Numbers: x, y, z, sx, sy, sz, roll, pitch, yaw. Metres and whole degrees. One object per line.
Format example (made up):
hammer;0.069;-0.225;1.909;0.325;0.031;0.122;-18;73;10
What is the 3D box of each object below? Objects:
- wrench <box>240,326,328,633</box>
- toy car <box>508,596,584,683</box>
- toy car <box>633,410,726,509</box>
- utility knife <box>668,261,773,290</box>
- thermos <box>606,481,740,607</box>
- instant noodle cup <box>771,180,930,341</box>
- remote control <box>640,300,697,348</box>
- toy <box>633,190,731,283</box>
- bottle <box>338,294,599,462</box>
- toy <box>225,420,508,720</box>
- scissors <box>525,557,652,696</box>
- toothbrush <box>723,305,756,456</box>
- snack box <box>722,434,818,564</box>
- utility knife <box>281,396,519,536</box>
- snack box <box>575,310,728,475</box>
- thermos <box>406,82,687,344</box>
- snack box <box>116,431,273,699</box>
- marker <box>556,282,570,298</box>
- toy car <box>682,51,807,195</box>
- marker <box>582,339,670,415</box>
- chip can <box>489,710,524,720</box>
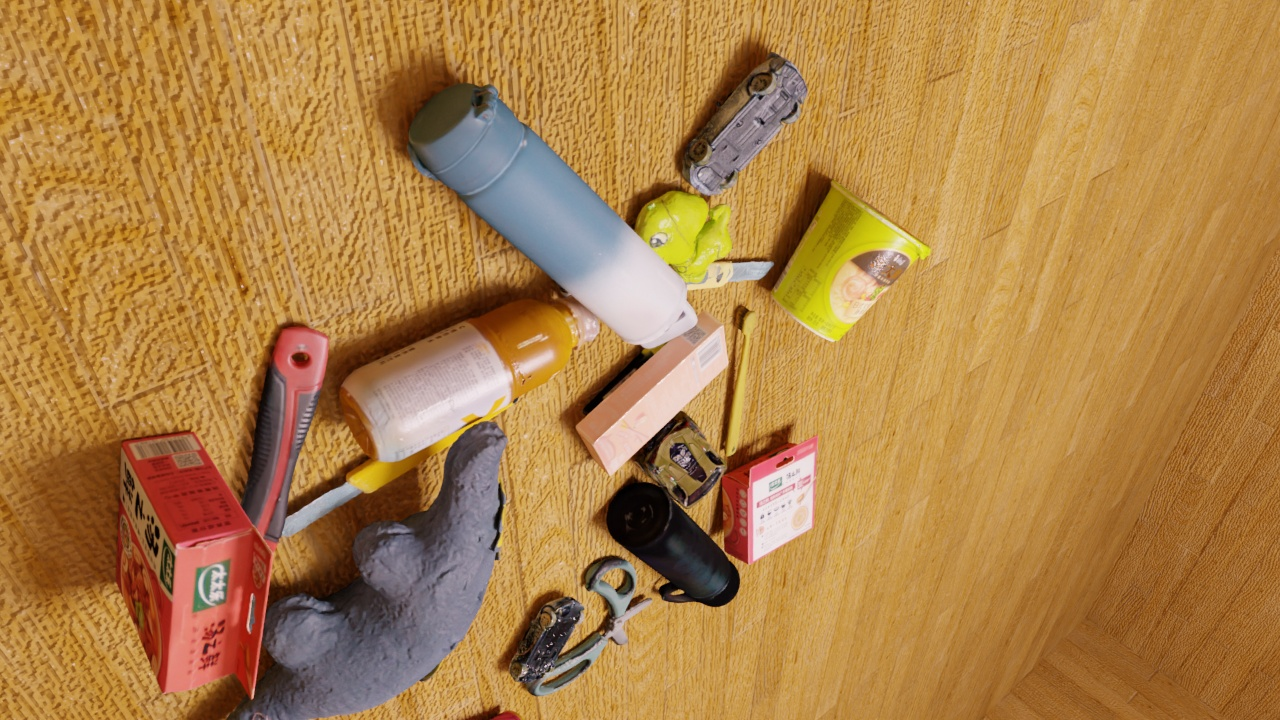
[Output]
wrench;-0.258;0.101;0.613;0.056;0.016;0.274;16;108;-28
toy car;-0.096;0.279;0.923;0.049;0.031;0.106;15;110;-51
toy car;0.047;0.106;0.924;0.070;0.042;0.158;-48;145;-5
utility knife;0.046;-0.076;0.798;0.204;0.021;0.031;-12;132;-45
thermos;0.034;0.211;0.977;0.090;0.068;0.242;-33;143;3
instant noodle cup;0.190;-0.087;0.866;0.111;0.111;0.124;13;118;-50
remote control;0.001;-0.050;0.742;0.056;0.020;0.136;-28;149;11
toy;0.033;-0.102;0.742;0.096;0.031;0.100;-45;137;-6
bottle;-0.114;0.004;0.649;0.189;0.068;0.068;-28;137;-28
toy;-0.194;0.191;0.691;0.356;0.091;0.138;-47;144;7
scissors;-0.055;0.282;0.980;0.171;0.019;0.170;-29;136;-25
toothbrush;0.097;0.025;0.930;0.015;0.016;0.190;-27;138;-30
snack box;0.148;0.152;1.050;0.113;0.044;0.127;-20;119;-35
utility knife;-0.176;0.067;0.680;0.215;0.015;0.033;-33;138;-23
snack box;0.014;0.030;0.824;0.157;0.026;0.084;-42;155;-12
thermos;-0.056;-0.092;0.606;0.070;0.070;0.220;-51;129;-1
snack box;-0.267;0.124;0.540;0.044;0.127;0.113;-8;124;-43
marker;-0.061;-0.071;0.685;0.017;0.017;0.145;-40;141;-15
toy car;0.079;-0.185;0.723;0.121;0.037;0.054;-49;145;13
marker;-0.005;0.005;0.809;0.124;0.015;0.018;-43;155;-6
chip can;-0.203;0.404;0.883;0.210;0.071;0.071;-3;122;-44
